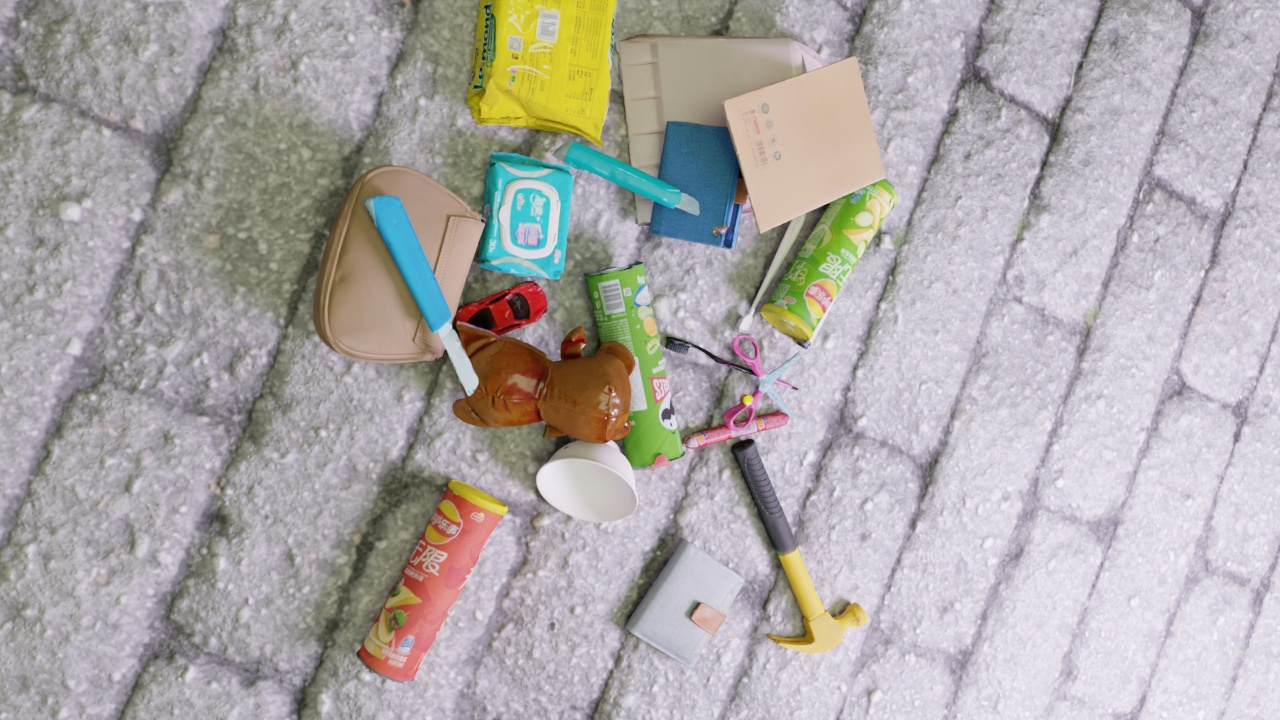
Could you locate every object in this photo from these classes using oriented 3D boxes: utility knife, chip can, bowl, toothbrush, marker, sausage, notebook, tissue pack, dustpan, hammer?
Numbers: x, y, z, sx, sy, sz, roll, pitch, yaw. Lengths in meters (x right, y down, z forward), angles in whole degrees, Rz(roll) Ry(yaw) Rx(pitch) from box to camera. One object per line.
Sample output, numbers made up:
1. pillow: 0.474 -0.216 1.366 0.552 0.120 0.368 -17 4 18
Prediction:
1. utility knife: -0.013 -0.202 1.022 0.176 0.013 0.029 24 93 -4
2. chip can: 0.233 -0.131 1.126 0.072 0.073 0.221 35 84 -17
3. bowl: -0.054 0.125 1.050 0.118 0.119 0.064 33 47 -17
4. toothbrush: 0.114 0.008 1.130 0.189 0.014 0.018 21 97 -19
5. marker: 0.233 -0.075 1.160 0.022 0.018 0.130 29 84 8
6. sausage: 0.118 0.086 1.134 0.155 0.020 0.020 -12 98 -17
7. notebook: 0.189 -0.246 1.033 0.207 0.008 0.148 -27 107 -29
8. utility knife: -0.213 -0.064 0.917 0.034 0.018 0.218 -30 103 -27
9. tissue pack: -0.127 -0.160 1.019 0.093 0.050 0.133 4 92 -17
10. chip can: -0.006 0.006 1.060 0.072 0.072 0.236 -15 98 -16
11. toothbrush: 0.162 -0.111 1.137 0.016 0.016 0.180 31 82 -20
12. dustpan: 0.119 -0.279 1.113 0.274 0.138 0.222 -2 98 10
13. hammer: 0.184 0.238 1.160 0.128 0.033 0.301 -27 102 -16
14. chip can: -0.229 0.240 1.007 0.073 0.073 0.216 31 86 -18

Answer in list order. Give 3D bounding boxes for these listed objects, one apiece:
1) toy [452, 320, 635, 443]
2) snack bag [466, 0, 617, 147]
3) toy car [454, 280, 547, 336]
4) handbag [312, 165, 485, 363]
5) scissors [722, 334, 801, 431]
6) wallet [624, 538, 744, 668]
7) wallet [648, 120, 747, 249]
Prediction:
1. toy: -0.106 0.024 0.997 0.199 0.130 0.140 6 108 -1
2. snack bag: -0.099 -0.369 1.005 0.158 0.068 0.246 6 93 -18
3. toy car: -0.154 -0.054 1.030 0.106 0.031 0.049 -23 102 -17
4. handbag: -0.257 -0.095 0.962 0.147 0.100 0.204 18 88 -26
5. scissors: 0.147 0.028 1.126 0.133 0.017 0.134 -40 103 -10
6. wallet: 0.059 0.299 1.122 0.106 0.037 0.129 36 83 -16
7. wallet: 0.070 -0.200 1.042 0.106 0.040 0.133 13 102 17
